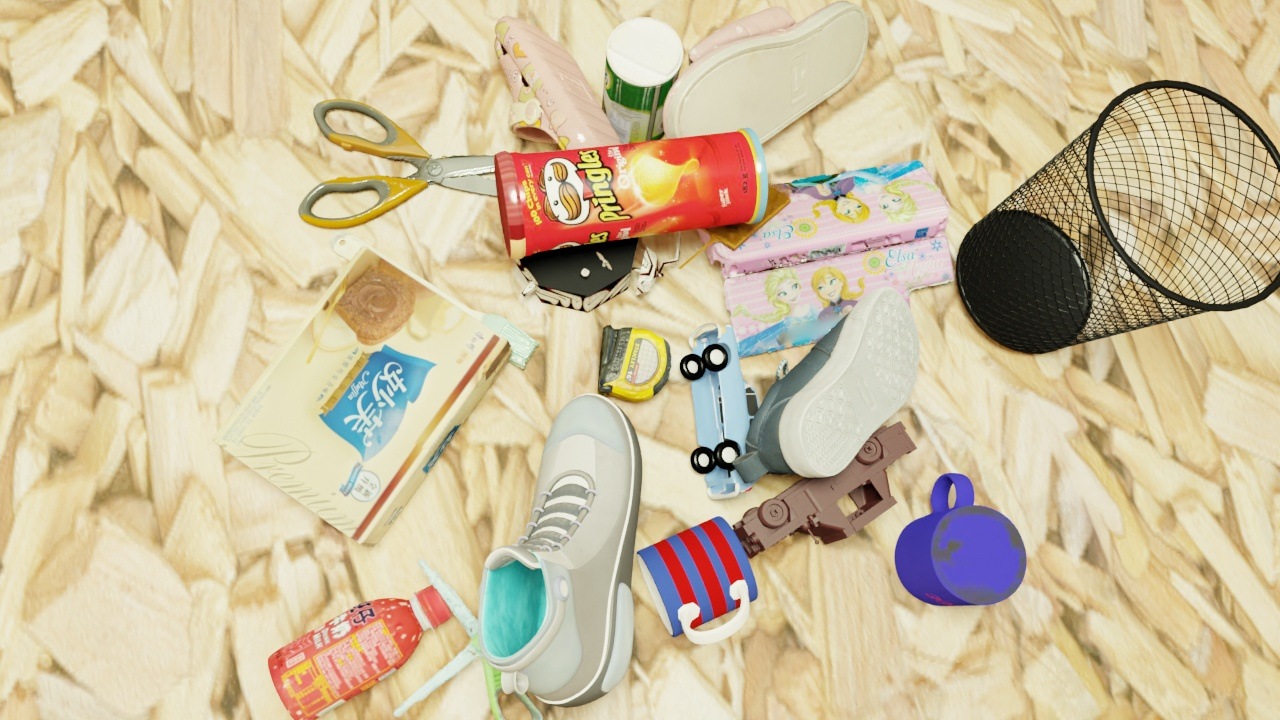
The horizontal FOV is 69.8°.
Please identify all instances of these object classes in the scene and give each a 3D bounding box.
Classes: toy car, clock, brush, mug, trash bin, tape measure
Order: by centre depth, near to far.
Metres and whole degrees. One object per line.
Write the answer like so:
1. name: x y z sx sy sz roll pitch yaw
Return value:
1. mug: 0.052 0.183 0.739 0.076 0.112 0.075 -22 116 -10
2. mug: 0.267 0.150 0.777 0.079 0.084 0.111 3 75 -4
3. trash bin: 0.389 -0.100 0.780 0.184 0.210 0.184 3 76 -12
4. toy car: 0.161 0.120 0.784 0.169 0.070 0.062 -30 80 -16
5. toy car: 0.073 0.043 0.801 0.054 0.056 0.153 -2 80 -25
6. tape measure: -0.005 0.005 0.817 0.064 0.037 0.065 6 77 -3
7. brush: 0.080 -0.125 0.821 0.048 0.017 0.126 37 64 24
8. clock: -0.037 -0.110 0.831 0.154 0.065 0.114 -9 76 -6
9. brush: -0.190 -0.059 0.834 0.217 0.012 0.033 30 75 5

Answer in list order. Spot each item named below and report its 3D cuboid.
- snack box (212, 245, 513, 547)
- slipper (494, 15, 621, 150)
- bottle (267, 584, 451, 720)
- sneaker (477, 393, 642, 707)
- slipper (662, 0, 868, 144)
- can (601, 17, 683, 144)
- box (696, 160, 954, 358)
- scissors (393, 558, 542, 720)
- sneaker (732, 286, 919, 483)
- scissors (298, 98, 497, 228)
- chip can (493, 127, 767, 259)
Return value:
1. snack box: -0.229 0.028 0.776 0.153 0.055 0.207 33 79 5
2. slipper: -0.090 -0.234 0.849 0.082 0.093 0.197 -41 62 22
3. bottle: -0.218 0.225 0.728 0.137 0.062 0.062 -28 79 -18
4. sneaker: -0.065 0.123 0.698 0.093 0.160 0.256 -5 63 17
5. slipper: 0.115 -0.268 0.858 0.273 0.114 0.054 -32 46 -31
6. can: -0.001 -0.252 0.844 0.067 0.121 0.067 1 75 -5
7. box: 0.178 -0.102 0.852 0.230 0.062 0.160 -12 76 -8
8. scissors: -0.127 0.226 0.739 0.172 0.021 0.171 -36 101 -26
9. sneaker: 0.164 0.022 0.793 0.234 0.088 0.089 -43 108 -37
10. scissors: -0.213 -0.191 0.864 0.225 0.016 0.175 -12 77 -8
11. chip can: -0.009 -0.141 0.762 0.213 0.087 0.087 -9 76 -11
